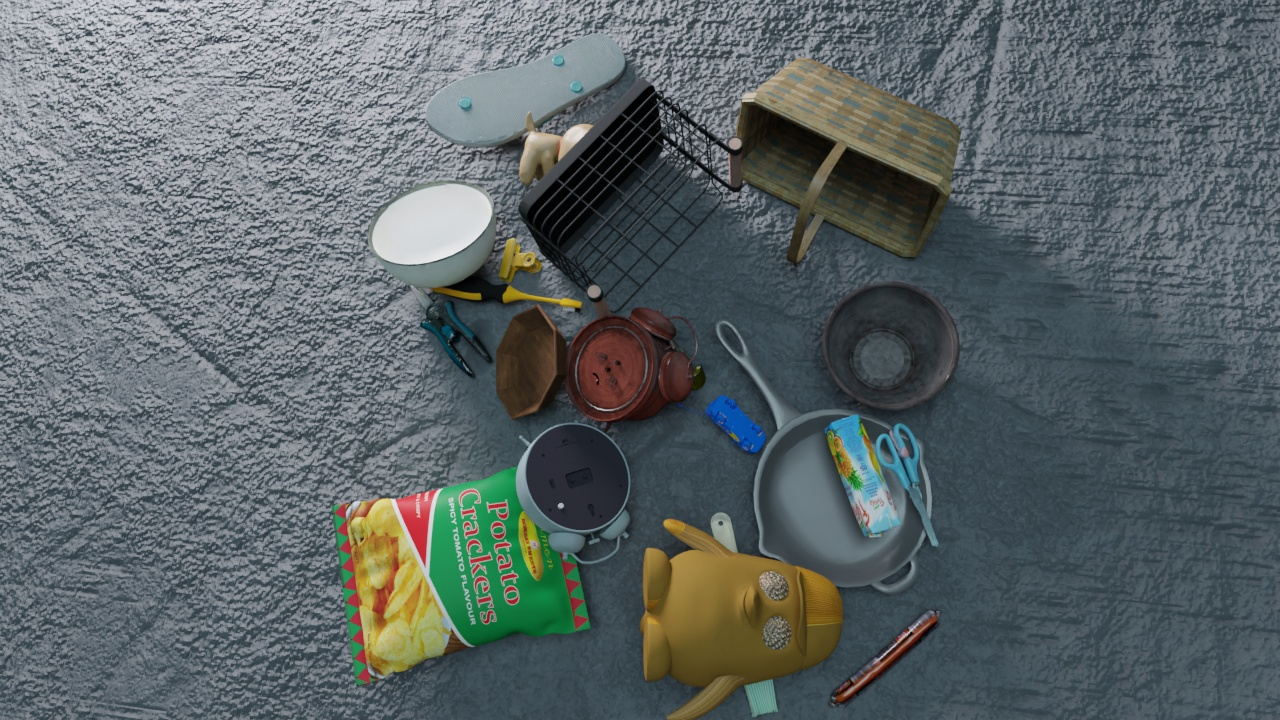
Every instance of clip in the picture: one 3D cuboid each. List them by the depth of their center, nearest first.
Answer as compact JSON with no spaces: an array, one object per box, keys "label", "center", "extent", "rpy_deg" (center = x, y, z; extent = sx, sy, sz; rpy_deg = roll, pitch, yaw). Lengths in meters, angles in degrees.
[{"label":"clip","center":[-0.145,-0.119,1.132],"extent":[0.047,0.039,0.053],"rpy_deg":[8,75,13]}]

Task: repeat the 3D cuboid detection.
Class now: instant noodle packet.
[{"label":"instant noodle packet","center":[-0.199,0.225,1.005],"extent":[0.252,0.090,0.195],"rpy_deg":[-13,72,-5]}]

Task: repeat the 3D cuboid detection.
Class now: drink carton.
[{"label":"drink carton","center":[0.236,0.124,0.975],"extent":[0.038,0.044,0.128],"rpy_deg":[-17,75,-5]}]

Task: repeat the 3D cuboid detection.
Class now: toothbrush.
[{"label":"toothbrush","center":[-0.166,-0.081,1.111],"extent":[0.197,0.031,0.031],"rpy_deg":[9,44,11]}]

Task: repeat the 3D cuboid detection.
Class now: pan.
[{"label":"pan","center":[0.185,0.099,1.018],"extent":[0.216,0.024,0.354],"rpy_deg":[-32,78,-8]}]

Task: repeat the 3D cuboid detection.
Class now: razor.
[{"label":"razor","center":[0.040,-0.016,1.074],"extent":[0.026,0.042,0.106],"rpy_deg":[-33,65,0]}]

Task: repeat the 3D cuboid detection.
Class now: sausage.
[{"label":"sausage","center":[0.260,0.315,0.967],"extent":[0.155,0.020,0.020],"rpy_deg":[-39,75,-4]}]

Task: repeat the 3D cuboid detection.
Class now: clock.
[{"label":"clock","center":[-0.071,0.145,1.010],"extent":[0.122,0.045,0.159],"rpy_deg":[-14,76,-30]},{"label":"clock","center":[-0.006,0.006,1.026],"extent":[0.158,0.072,0.120],"rpy_deg":[-33,65,23]}]

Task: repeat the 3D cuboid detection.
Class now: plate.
[{"label":"plate","center":[-0.124,0.004,1.058],"extent":[0.132,0.025,0.131],"rpy_deg":[-14,72,49]}]

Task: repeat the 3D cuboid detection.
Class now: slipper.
[{"label":"slipper","center":[-0.140,-0.332,1.172],"extent":[0.268,0.055,0.098],"rpy_deg":[-25,76,-12]}]

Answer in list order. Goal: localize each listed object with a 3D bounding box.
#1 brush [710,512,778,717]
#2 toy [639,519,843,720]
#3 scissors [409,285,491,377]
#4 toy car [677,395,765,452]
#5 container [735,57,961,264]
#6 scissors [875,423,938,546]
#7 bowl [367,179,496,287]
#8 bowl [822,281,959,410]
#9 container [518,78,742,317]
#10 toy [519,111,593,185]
[{"label":"brush","center":[0.110,0.273,1.001],"extent":[0.033,0.012,0.217],"rpy_deg":[-14,73,4]},{"label":"toy","center":[0.105,0.259,0.924],"extent":[0.203,0.163,0.198],"rpy_deg":[1,70,-3]},{"label":"scissors","center":[-0.239,-0.036,1.116],"extent":[0.129,0.019,0.137],"rpy_deg":[3,74,8]},{"label":"toy car","center":[0.091,0.073,1.052],"extent":[0.092,0.062,0.033],"rpy_deg":[45,57,-10]},{"label":"container","center":[0.218,-0.205,1.041],"extent":[0.250,0.158,0.186],"rpy_deg":[29,69,13]},{"label":"scissors","center":[0.290,0.136,0.982],"extent":[0.063,0.015,0.138],"rpy_deg":[-13,77,-33]},{"label":"bowl","center":[-0.241,-0.142,1.101],"extent":[0.153,0.073,0.153],"rpy_deg":[-6,48,7]},{"label":"bowl","center":[0.274,-0.010,1.024],"extent":[0.145,0.067,0.144],"rpy_deg":[-2,75,6]},{"label":"container","center":[-0.009,-0.177,1.051],"extent":[0.130,0.163,0.241],"rpy_deg":[41,83,14]},{"label":"toy","center":[-0.089,-0.247,1.115],"extent":[0.108,0.134,0.106],"rpy_deg":[4,108,13]}]
